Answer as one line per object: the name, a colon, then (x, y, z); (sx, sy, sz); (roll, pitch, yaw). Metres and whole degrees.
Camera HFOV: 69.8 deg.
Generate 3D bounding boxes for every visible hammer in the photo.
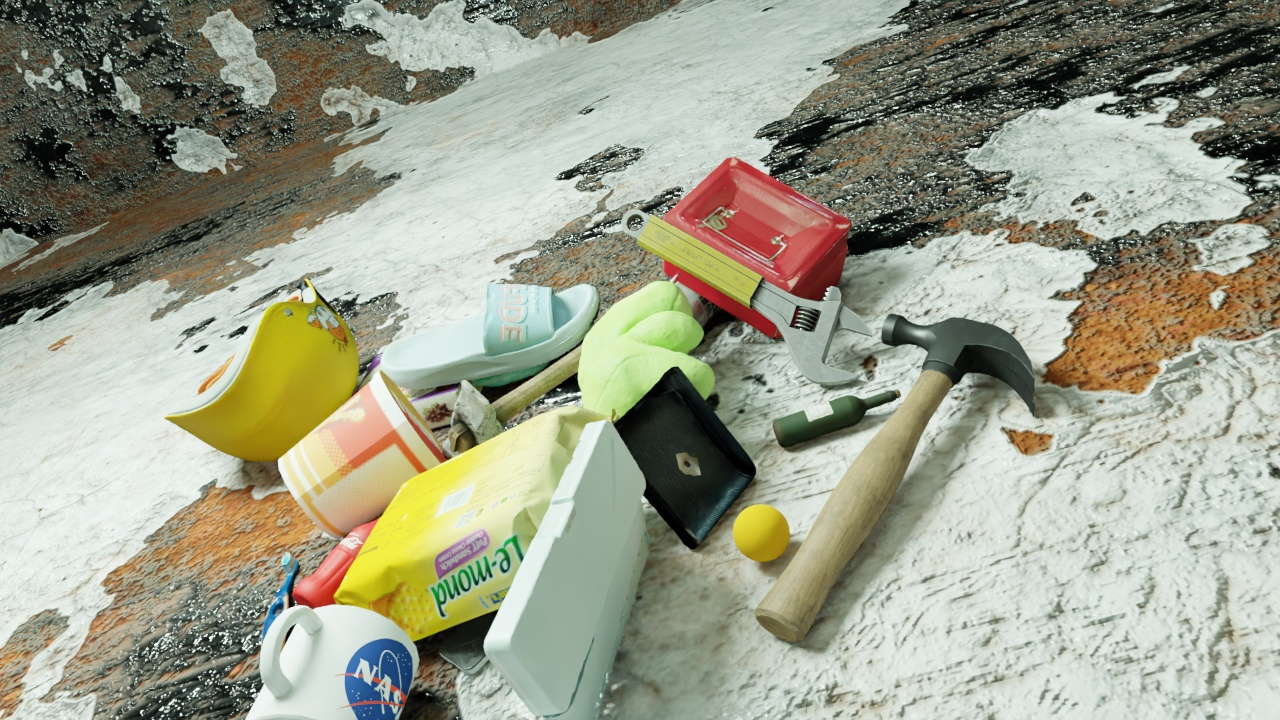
hammer: (-0.066, 0.001, 0.915); (0.049, 0.122, 0.317); (40, 50, 17)
hammer: (0.179, 0.075, 0.658); (0.132, 0.040, 0.304); (16, 50, 37)

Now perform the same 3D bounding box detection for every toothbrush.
toothbrush: (-0.314, 0.213, 0.800); (0.021, 0.017, 0.135); (-24, 29, 0)

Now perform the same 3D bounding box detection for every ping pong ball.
ping pong ball: (0.086, 0.122, 0.650); (0.040, 0.040, 0.040); (-17, 29, 10)

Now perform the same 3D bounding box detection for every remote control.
remote control: (-0.091, 0.180, 0.709); (0.045, 0.008, 0.146); (11, 43, 45)

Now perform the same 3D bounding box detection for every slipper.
slipper: (-0.161, -0.035, 0.975); (0.245, 0.074, 0.104); (-16, 32, 0)

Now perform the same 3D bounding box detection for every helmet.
helmet: (-0.402, 0.024, 1.049); (0.209, 0.139, 0.239); (-44, 17, 9)

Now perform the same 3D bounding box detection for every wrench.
wrench: (0.089, -0.067, 0.842); (0.273, 0.018, 0.083); (32, 87, 21)

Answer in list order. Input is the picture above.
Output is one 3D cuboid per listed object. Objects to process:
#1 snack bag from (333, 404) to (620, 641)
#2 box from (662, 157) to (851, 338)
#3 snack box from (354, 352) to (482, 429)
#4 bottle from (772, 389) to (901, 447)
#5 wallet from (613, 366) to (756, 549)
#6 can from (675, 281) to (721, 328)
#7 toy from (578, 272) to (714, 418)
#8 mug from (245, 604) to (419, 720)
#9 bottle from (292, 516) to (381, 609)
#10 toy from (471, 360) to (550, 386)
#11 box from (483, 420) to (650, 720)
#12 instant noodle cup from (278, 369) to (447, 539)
snack bag: (-0.130, 0.127, 0.714); (0.248, 0.068, 0.159); (-26, 26, 27)
box: (0.114, -0.112, 0.923); (0.157, 0.093, 0.129); (36, 59, 22)
snack box: (-0.248, 0.028, 1.039); (0.143, 0.040, 0.147); (-15, 30, 12)
bottle: (0.160, 0.044, 0.746); (0.106, 0.025, 0.025); (-20, 29, 6)
wallet: (0.030, 0.074, 0.704); (0.089, 0.115, 0.026); (-43, 9, -36)
can: (0.058, -0.065, 0.969); (0.054, 0.054, 0.135); (6, 40, 41)
toy: (-0.005, 0.005, 0.824); (0.150, 0.107, 0.196); (-60, 24, 18)
mug: (-0.213, 0.218, 0.613); (0.091, 0.121, 0.090); (-14, 30, 16)
bottle: (-0.249, 0.171, 0.805); (0.036, 0.036, 0.118); (3, 37, 37)
toy: (-0.139, -0.005, 1.022); (0.085, 0.033, 0.105); (-7, 31, 6)
box: (-0.031, 0.147, 0.592); (0.041, 0.135, 0.196); (-9, 32, 25)
instant noodle cup: (-0.261, 0.095, 0.868); (0.121, 0.123, 0.123); (-35, 31, -7)
